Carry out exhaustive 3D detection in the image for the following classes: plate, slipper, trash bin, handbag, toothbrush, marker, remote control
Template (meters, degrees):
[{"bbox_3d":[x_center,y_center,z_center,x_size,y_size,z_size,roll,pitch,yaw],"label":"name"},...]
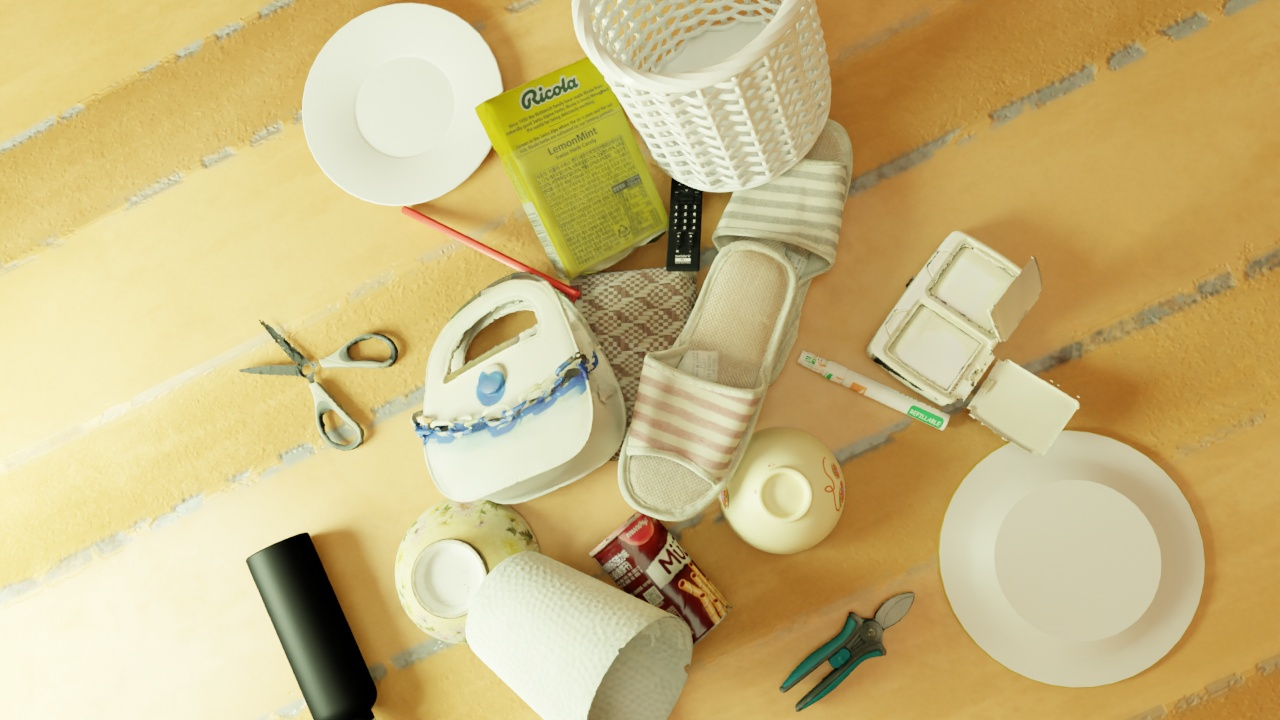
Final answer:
[{"bbox_3d":[-0.239,-0.257,0.926,0.209,0.015,0.208,-1,85,6],"label":"plate"},{"bbox_3d":[0.059,0.016,0.803,0.115,0.052,0.263,24,86,2],"label":"slipper"},{"bbox_3d":[0.125,-0.102,0.857,0.114,0.054,0.272,18,88,12],"label":"slipper"},{"bbox_3d":[-0.059,0.245,0.788,0.161,0.133,0.133,21,87,37],"label":"trash bin"},{"bbox_3d":[-0.121,0.021,0.835,0.201,0.093,0.199,-27,72,20],"label":"handbag"},{"bbox_3d":[0.385,0.177,0.817,0.230,0.021,0.229,-1,85,6],"label":"plate"},{"bbox_3d":[-0.005,0.005,0.864,0.124,0.047,0.185,-2,85,14],"label":"handbag"},{"bbox_3d":[-0.150,-0.101,0.888,0.212,0.012,0.018,27,102,18],"label":"toothbrush"},{"bbox_3d":[0.215,0.027,0.851,0.145,0.017,0.017,25,88,8],"label":"marker"},{"bbox_3d":[0.043,-0.142,0.861,0.030,0.009,0.139,1,61,6],"label":"remote control"}]

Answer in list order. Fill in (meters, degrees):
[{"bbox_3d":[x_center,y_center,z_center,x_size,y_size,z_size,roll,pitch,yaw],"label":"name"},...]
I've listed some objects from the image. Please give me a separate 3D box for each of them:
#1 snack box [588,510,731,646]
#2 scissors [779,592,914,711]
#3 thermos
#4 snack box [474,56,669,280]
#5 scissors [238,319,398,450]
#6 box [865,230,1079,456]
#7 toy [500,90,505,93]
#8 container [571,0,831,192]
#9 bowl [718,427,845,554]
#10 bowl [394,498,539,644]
[{"bbox_3d":[0.018,0.198,0.832,0.072,0.072,0.121,-41,83,2],"label":"snack box"},{"bbox_3d":[0.194,0.267,0.834,0.136,0.019,0.139,-1,84,4],"label":"scissors"},{"bbox_3d":[-0.298,0.280,0.866,0.061,0.061,0.231,-27,83,3],"label":"thermos"},{"bbox_3d":[-0.058,-0.175,0.849,0.121,0.045,0.181,-30,105,-16],"label":"snack box"},{"bbox_3d":[-0.315,0.015,0.913,0.157,0.012,0.171,-26,84,2],"label":"scissors"},{"bbox_3d":[0.315,-0.018,0.802,0.184,0.099,0.143,34,89,8],"label":"box"},{"bbox_3d":[-0.108,-0.217,0.884,0.076,0.062,0.100,-35,89,21],"label":"toy"},{"bbox_3d":[0.061,-0.268,0.786,0.189,0.187,0.189,-5,73,16],"label":"container"},{"bbox_3d":[0.128,0.119,0.825,0.118,0.074,0.118,-1,85,6],"label":"bowl"},{"bbox_3d":[-0.170,0.199,0.857,0.145,0.063,0.145,-1,84,6],"label":"bowl"}]
